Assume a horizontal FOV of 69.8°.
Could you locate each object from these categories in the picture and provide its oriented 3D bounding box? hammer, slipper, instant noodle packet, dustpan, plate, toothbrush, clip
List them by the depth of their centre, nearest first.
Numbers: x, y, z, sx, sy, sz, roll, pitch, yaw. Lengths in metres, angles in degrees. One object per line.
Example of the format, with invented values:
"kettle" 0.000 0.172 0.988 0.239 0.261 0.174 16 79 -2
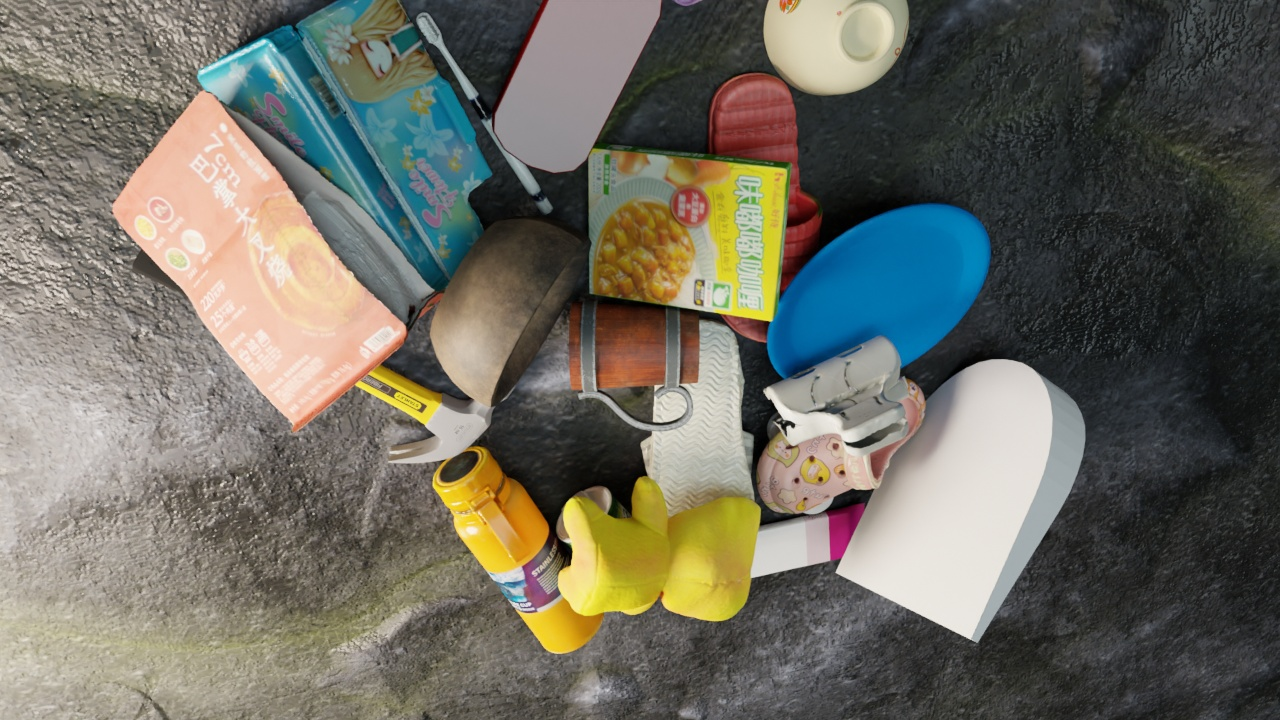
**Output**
"instant noodle packet" -0.287 -0.072 0.698 0.165 0.083 0.221 -32 110 33
"toothbrush" -0.124 -0.195 0.744 0.012 0.017 0.187 -25 119 14
"hammer" -0.278 -0.009 0.804 0.323 0.029 0.127 31 107 -23
"slipper" 0.107 -0.121 0.805 0.103 0.059 0.249 -12 117 -6
"clip" 0.184 0.028 0.839 0.126 0.151 0.105 -25 94 -1
"plate" 0.217 -0.058 0.852 0.224 0.024 0.225 -14 139 -13
"dustpan" 0.319 0.126 0.887 0.053 0.192 0.257 30 83 -23
"slipper" 0.059 0.087 0.905 0.114 0.054 0.273 -7 110 -6
"slipper" 0.209 0.089 0.907 0.197 0.081 0.093 -32 119 -6

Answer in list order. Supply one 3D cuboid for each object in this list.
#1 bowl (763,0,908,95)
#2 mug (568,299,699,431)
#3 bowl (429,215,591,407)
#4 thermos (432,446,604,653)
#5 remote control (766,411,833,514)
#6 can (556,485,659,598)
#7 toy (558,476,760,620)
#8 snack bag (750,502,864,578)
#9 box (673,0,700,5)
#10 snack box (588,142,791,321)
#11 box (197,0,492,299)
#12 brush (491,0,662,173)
"bowl" 0.166 -0.265 0.733 0.118 0.074 0.118 -5 117 -9
"mug" -0.005 0.005 0.817 0.111 0.081 0.117 0 101 1
"bowl" -0.110 -0.048 0.750 0.070 0.162 0.162 30 109 1
"thermos" -0.113 0.187 0.901 0.092 0.076 0.233 -1 129 41
"remote control" 0.168 0.107 0.958 0.043 0.013 0.136 -24 119 1
"can" -0.025 0.188 0.931 0.067 0.067 0.121 -36 118 8
"toy" 0.022 0.183 0.857 0.193 0.087 0.134 7 104 -19
"snack bag" 0.151 0.203 1.002 0.196 0.016 0.070 -12 116 -6
"box" 0.100 -0.373 0.685 0.214 0.040 0.151 -23 131 1
"snack box" 0.037 -0.108 0.773 0.168 0.027 0.132 9 117 16
"box" -0.211 -0.153 0.715 0.168 0.086 0.227 -26 119 3
"brush" -0.053 -0.236 0.723 0.082 0.041 0.174 23 110 -21
